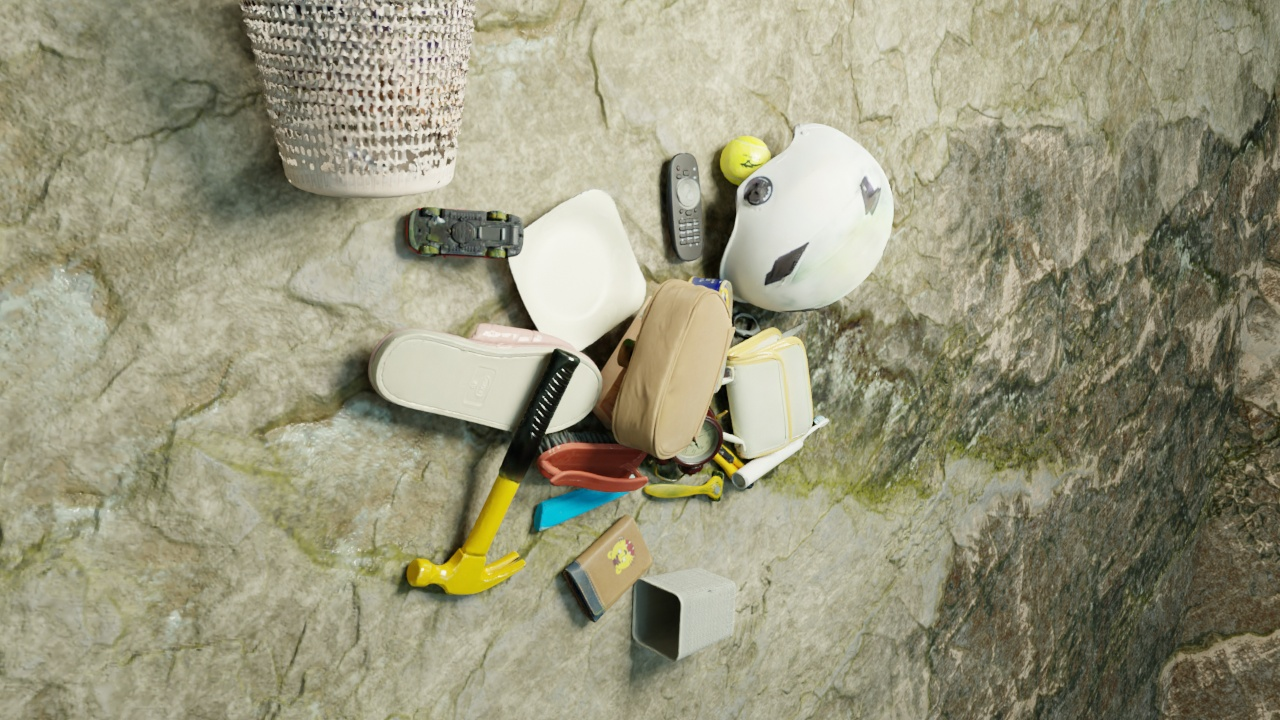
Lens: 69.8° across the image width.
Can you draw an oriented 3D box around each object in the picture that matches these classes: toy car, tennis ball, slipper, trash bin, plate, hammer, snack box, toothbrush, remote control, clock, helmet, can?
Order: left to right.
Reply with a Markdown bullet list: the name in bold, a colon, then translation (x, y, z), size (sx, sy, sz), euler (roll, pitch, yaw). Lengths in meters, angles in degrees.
- **trash bin**: translation (-0.244, -0.253, 0.815), size (0.226, 0.228, 0.192), euler (-15, 118, -37)
- **toy car**: translation (-0.184, -0.132, 0.963), size (0.120, 0.045, 0.053), euler (3, 91, -16)
- **slipper**: translation (-0.163, 0.017, 0.993), size (0.274, 0.054, 0.114), euler (9, 107, -37)
- **hammer**: translation (-0.142, 0.126, 1.005), size (0.128, 0.033, 0.301), euler (18, 102, -41)
- **plate**: translation (-0.077, -0.102, 1.069), size (0.163, 0.034, 0.164), euler (-37, 118, -29)
- **snack box**: translation (-0.007, 0.007, 1.129), size (0.157, 0.026, 0.084), euler (-57, 150, -16)
- **remote control**: translation (0.054, -0.194, 1.168), size (0.053, 0.024, 0.136), euler (-11, 103, -36)
- **clock**: translation (0.058, 0.103, 1.184), size (0.082, 0.055, 0.122), euler (22, 106, -25)
- **can**: translation (0.082, -0.033, 1.180), size (0.074, 0.049, 0.148), euler (8, 88, -69)
- **tennis ball**: translation (0.137, -0.260, 1.198), size (0.065, 0.066, 0.065), euler (-7, 101, -38)
- **toothbrush**: translation (0.209, 0.127, 1.328), size (0.220, 0.026, 0.027), euler (-27, 149, -40)
- **helmet**: translation (0.236, -0.164, 1.202), size (0.258, 0.146, 0.229), euler (-52, 143, -5)

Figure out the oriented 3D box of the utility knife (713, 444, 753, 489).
- **utility knife**: translation (0.104, 0.124, 1.258), size (0.192, 0.015, 0.033), euler (43, 52, -35)

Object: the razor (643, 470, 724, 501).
- **razor**: translation (0.060, 0.172, 1.229), size (0.132, 0.028, 0.043), euler (4, 97, -37)

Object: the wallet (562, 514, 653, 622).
- **wallet**: translation (-0.038, 0.263, 1.160), size (0.115, 0.033, 0.090), euler (-39, 118, -32)

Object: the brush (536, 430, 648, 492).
- **brush**: translation (-0.058, 0.123, 1.088), size (0.145, 0.069, 0.063), euler (7, 131, -39)

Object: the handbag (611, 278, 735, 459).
- **handbag**: translation (0.036, 0.010, 1.076), size (0.147, 0.100, 0.204), euler (21, 89, -61)

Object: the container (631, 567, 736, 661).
- **container**: translation (0.061, 0.330, 1.214), size (0.114, 0.090, 0.090), euler (-3, 99, -42)

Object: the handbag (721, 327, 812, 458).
- **handbag**: translation (0.153, 0.058, 1.255), size (0.178, 0.063, 0.163), euler (-24, 118, -27)

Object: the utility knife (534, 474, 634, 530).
- **utility knife**: translation (-0.063, 0.170, 1.134), size (0.161, 0.018, 0.034), euler (-16, 109, -38)

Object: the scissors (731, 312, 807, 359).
- **scissors**: translation (0.179, -0.019, 1.302), size (0.178, 0.014, 0.159), euler (44, 71, -35)
